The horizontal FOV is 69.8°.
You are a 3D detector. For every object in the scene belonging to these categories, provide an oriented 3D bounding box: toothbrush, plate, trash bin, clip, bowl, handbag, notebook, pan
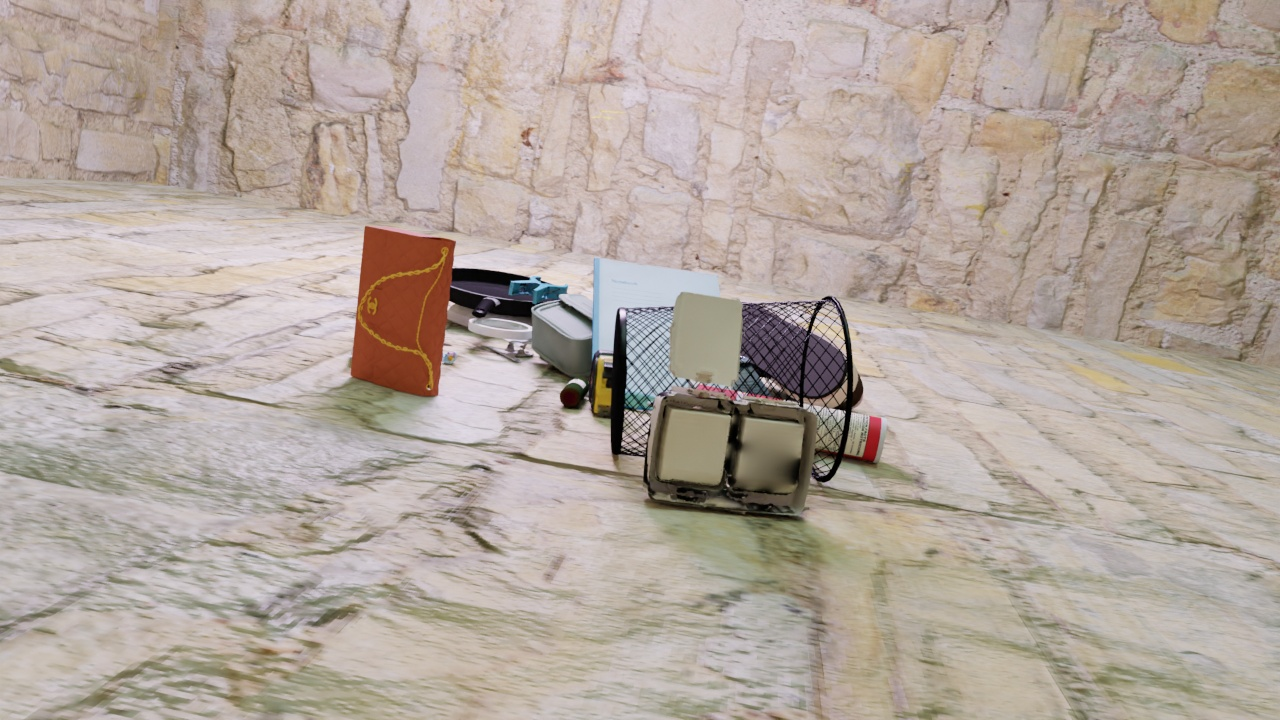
[{"bbox_3d":[-0.291,-0.021,1.239,0.022,0.016,0.155,-43,38,-22],"label":"toothbrush"},{"bbox_3d":[-0.234,-0.079,1.540,0.182,0.034,0.182,9,11,-2],"label":"plate"},{"bbox_3d":[0.079,0.024,0.904,0.210,0.184,0.184,2,11,-4],"label":"trash bin"},{"bbox_3d":[-0.177,-0.119,1.458,0.120,0.030,0.130,27,18,30],"label":"clip"},{"bbox_3d":[-0.177,-0.029,1.303,0.059,0.052,0.102,-14,22,-32],"label":"clip"},{"bbox_3d":[0.117,0.022,1.233,0.137,0.057,0.137,8,11,-2],"label":"bowl"},{"bbox_3d":[-0.264,-0.055,1.018,0.109,0.172,0.060,14,12,25],"label":"handbag"},{"bbox_3d":[0.025,-0.037,1.205,0.181,0.009,0.252,6,48,-9],"label":"notebook"},{"bbox_3d":[-0.231,-0.098,1.453,0.225,0.034,0.356,10,14,-3],"label":"pan"},{"bbox_3d":[-0.083,-0.041,1.254,0.106,0.067,0.122,-22,39,-33],"label":"handbag"},{"bbox_3d":[0.022,0.054,1.093,0.135,0.022,0.017,11,-24,7],"label":"toothbrush"}]

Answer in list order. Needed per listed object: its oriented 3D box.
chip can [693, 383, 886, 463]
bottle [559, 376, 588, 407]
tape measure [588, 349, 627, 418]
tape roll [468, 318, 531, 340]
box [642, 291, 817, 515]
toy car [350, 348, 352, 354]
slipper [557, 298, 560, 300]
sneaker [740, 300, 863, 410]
[{"bbox_3d":[0.164,0.070,1.037,0.215,0.052,0.051,10,11,9],"label":"chip can"},{"bbox_3d":[-0.076,0.034,1.102,0.025,0.025,0.106,10,11,5],"label":"bottle"},{"bbox_3d":[-0.038,0.024,1.064,0.042,0.072,0.071,5,9,-5],"label":"tape measure"},{"bbox_3d":[-0.198,-0.045,1.307,0.093,0.013,0.093,9,11,-2],"label":"tape roll"},{"bbox_3d":[0.082,0.038,0.797,0.143,0.184,0.044,9,3,-12],"label":"box"},{"bbox_3d":[-0.296,-0.058,1.136,0.055,0.153,0.056,44,-8,-16],"label":"toy car"},{"bbox_3d":[-0.096,-0.058,1.411,0.109,0.083,0.265,7,9,2],"label":"slipper"},{"bbox_3d":[0.203,-0.001,1.331,0.294,0.111,0.116,23,-10,44],"label":"sneaker"}]
